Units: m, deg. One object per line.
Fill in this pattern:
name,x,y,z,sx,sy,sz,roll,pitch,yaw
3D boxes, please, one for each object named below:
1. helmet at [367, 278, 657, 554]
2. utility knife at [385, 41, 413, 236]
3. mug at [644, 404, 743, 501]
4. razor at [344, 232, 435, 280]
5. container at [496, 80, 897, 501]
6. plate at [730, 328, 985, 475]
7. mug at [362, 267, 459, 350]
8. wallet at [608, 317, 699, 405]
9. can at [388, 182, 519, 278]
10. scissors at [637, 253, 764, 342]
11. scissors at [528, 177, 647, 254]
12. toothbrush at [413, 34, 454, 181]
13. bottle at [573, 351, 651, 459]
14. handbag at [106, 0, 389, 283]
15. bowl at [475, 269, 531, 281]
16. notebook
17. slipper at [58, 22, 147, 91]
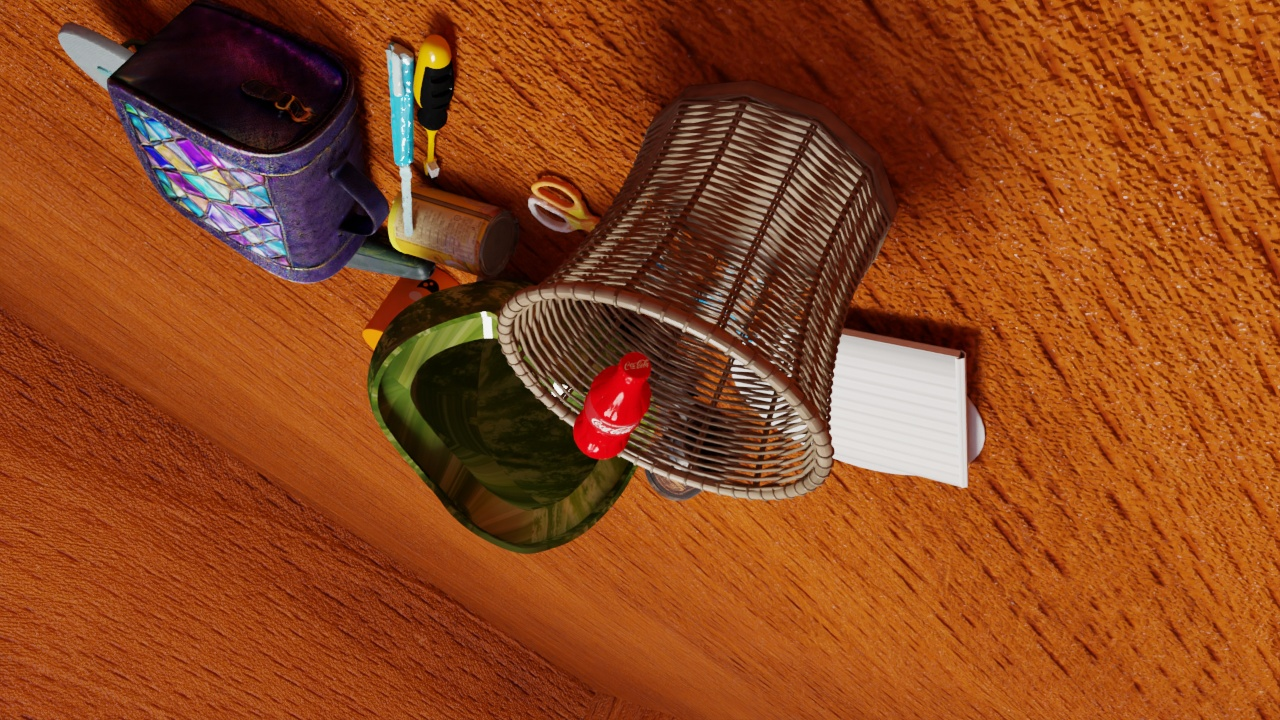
helmet,-0.117,0.034,0.857,0.247,0.213,0.242,31,-160,21
utility knife,-0.200,-0.176,0.766,0.022,0.015,0.181,20,134,8
mug,0.049,0.094,1.034,0.116,0.079,0.107,55,152,5
razor,-0.293,-0.125,0.982,0.151,0.053,0.067,20,145,5
container,0.049,-0.048,0.617,0.227,0.195,0.227,22,154,11
plate,0.196,0.048,0.860,0.242,0.016,0.243,22,154,11
mug,-0.239,-0.038,1.031,0.078,0.095,0.112,-2,142,46
wallet,-0.006,0.006,0.957,0.120,0.031,0.100,46,153,-24
can,-0.174,-0.120,0.849,0.105,0.067,0.068,19,153,17
scissors,0.052,-0.059,0.800,0.137,0.011,0.134,22,153,1
scissors,-0.039,-0.115,0.791,0.128,0.013,0.064,28,151,-7
toothbrush,-0.169,-0.199,0.746,0.031,0.031,0.197,59,159,8
bottle,-0.014,0.025,0.543,0.036,0.036,0.119,28,154,0
handbag,-0.324,-0.180,0.815,0.222,0.125,0.205,29,153,2
bowl,-0.131,-0.049,0.982,0.118,0.030,0.118,22,154,11
notebook,0.212,0.041,0.801,0.143,0.009,0.210,13,151,28
slipper,-0.455,-0.253,0.912,0.098,0.054,0.269,19,164,12
